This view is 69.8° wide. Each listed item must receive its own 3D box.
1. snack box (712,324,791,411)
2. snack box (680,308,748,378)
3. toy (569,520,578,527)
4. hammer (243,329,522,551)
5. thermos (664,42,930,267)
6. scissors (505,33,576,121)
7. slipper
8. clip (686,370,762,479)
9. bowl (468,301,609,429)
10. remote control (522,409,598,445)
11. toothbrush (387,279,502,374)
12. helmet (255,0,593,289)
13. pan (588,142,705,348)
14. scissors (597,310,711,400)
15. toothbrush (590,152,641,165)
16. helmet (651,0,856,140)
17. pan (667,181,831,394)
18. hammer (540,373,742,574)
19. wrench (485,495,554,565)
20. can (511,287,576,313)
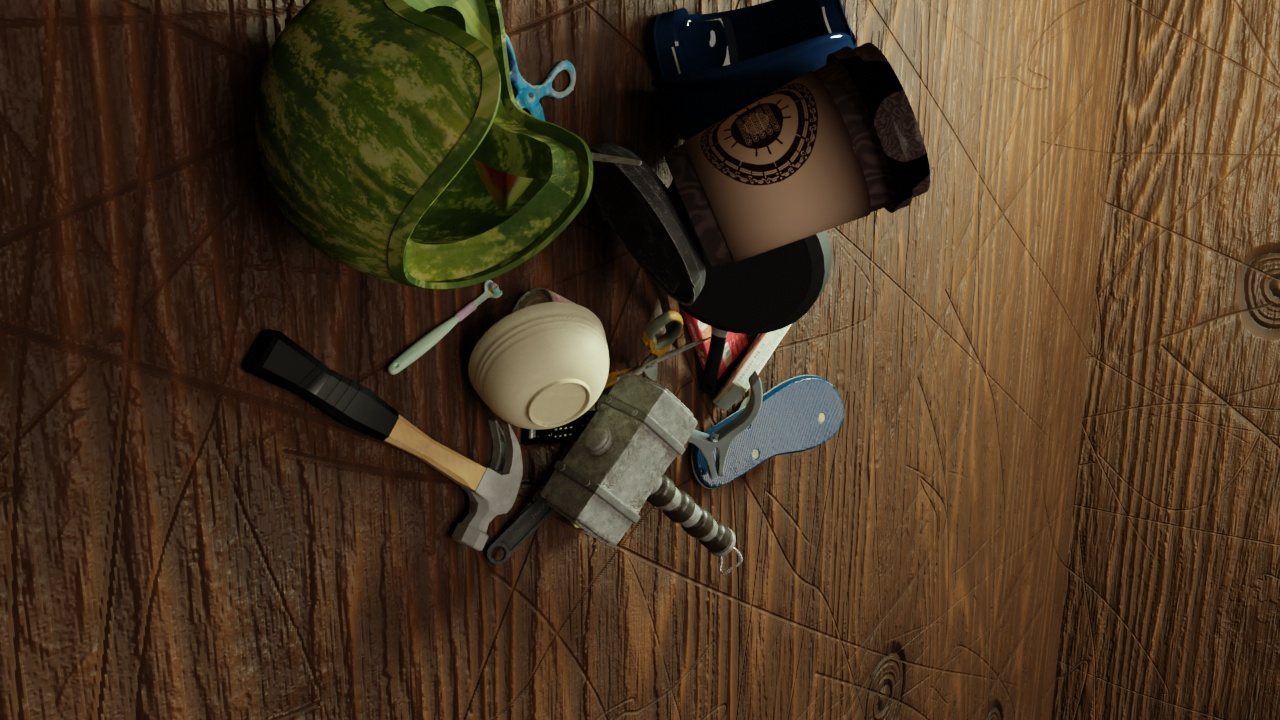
[{"bbox_3d":[0.160,-0.001,1.292,0.026,0.082,0.149,36,62,1],"label":"snack box"},{"bbox_3d":[0.102,-0.051,1.256,0.089,0.021,0.133,-46,129,-33],"label":"snack box"},{"bbox_3d":[-0.041,0.152,1.116,0.134,0.045,0.092,-30,116,-34],"label":"toy"},{"bbox_3d":[-0.234,0.069,0.887,0.328,0.039,0.131,42,65,-44],"label":"hammer"},{"bbox_3d":[0.153,-0.198,0.935,0.172,0.226,0.172,-23,89,-82],"label":"thermos"},{"bbox_3d":[-0.119,-0.290,0.965,0.133,0.011,0.140,-54,133,-24],"label":"scissors"},{"bbox_3d":[0.181,0.098,1.353,0.294,0.060,0.118,-22,109,-30],"label":"slipper"},{"bbox_3d":[0.101,0.068,1.214,0.164,0.032,0.166,36,107,-24],"label":"clip"},{"bbox_3d":[-0.095,0.020,0.947,0.150,0.075,0.151,-16,141,-14],"label":"bowl"},{"bbox_3d":[-0.084,0.078,1.080,0.139,0.009,0.030,-4,101,-48],"label":"remote control"},{"bbox_3d":[-0.196,-0.033,0.925,0.022,0.015,0.154,47,56,-3],"label":"toothbrush"},{"bbox_3d":[-0.187,-0.187,0.735,0.243,0.247,0.213,-38,159,12],"label":"helmet"},{"bbox_3d":[0.023,-0.113,1.059,0.040,0.207,0.357,-36,149,-8],"label":"pan"},{"bbox_3d":[-0.005,0.006,1.072,0.229,0.016,0.225,-29,164,-8],"label":"scissors"},{"bbox_3d":[-0.066,-0.205,0.911,0.010,0.182,0.010,2,102,-52],"label":"toothbrush"},{"bbox_3d":[0.135,-0.321,1.066,0.271,0.233,0.223,-30,110,-68],"label":"helmet"},{"bbox_3d":[0.107,-0.078,1.143,0.034,0.225,0.357,-59,164,-45],"label":"pan"},{"bbox_3d":[0.040,0.169,1.095,0.176,0.079,0.326,-55,131,-11],"label":"hammer"},{"bbox_3d":[-0.077,0.135,1.065,0.073,0.018,0.272,47,66,-4],"label":"wrench"},{"bbox_3d":[-0.093,-0.036,1.002,0.076,0.067,0.067,26,78,-48],"label":"can"}]
